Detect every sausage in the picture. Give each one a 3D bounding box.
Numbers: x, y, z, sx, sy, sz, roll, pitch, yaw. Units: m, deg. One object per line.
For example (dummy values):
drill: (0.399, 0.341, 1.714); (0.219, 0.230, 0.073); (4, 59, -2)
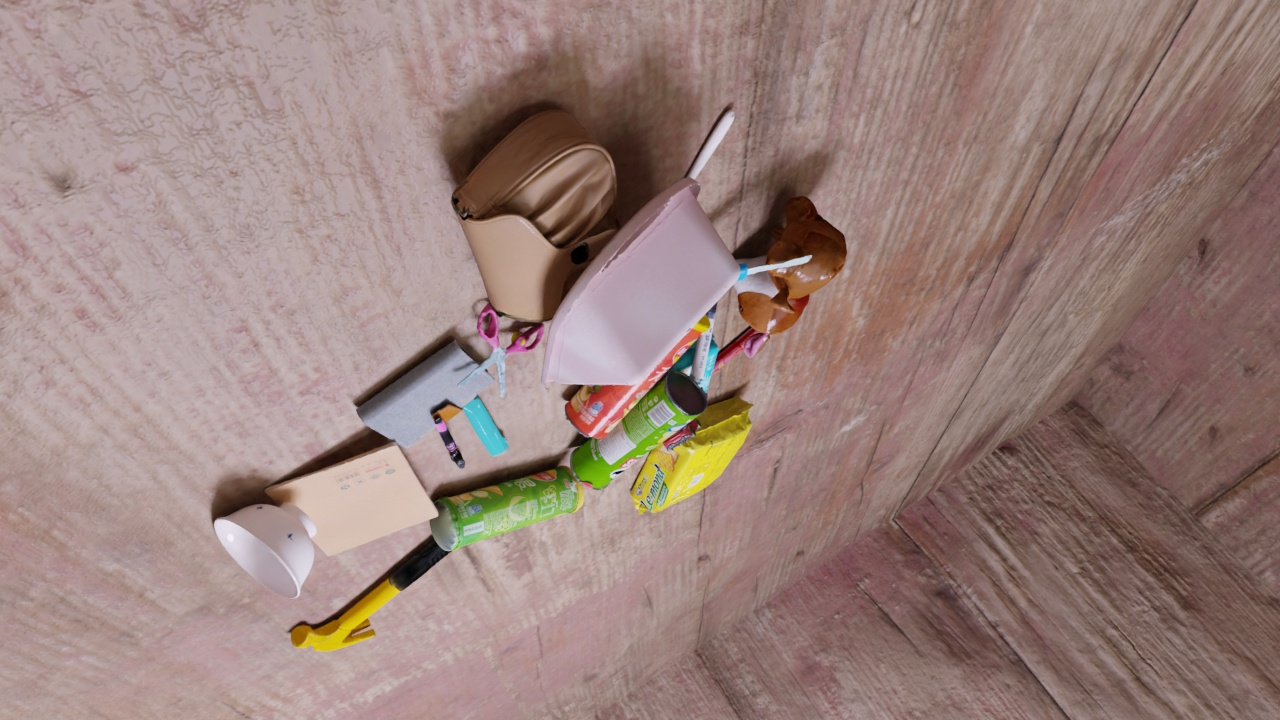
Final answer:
sausage: (0.155, -0.030, 1.364); (0.156, 0.020, 0.020); (-40, 153, 8)

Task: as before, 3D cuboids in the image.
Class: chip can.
chip can: (-0.007, 0.099, 1.256); (0.072, 0.072, 0.237); (-8, 155, -44)
chip can: (-0.184, 0.202, 1.270); (0.220, 0.072, 0.073); (-10, 143, -42)
chip can: (-0.007, 0.007, 1.173); (0.217, 0.073, 0.073); (-47, 152, 22)

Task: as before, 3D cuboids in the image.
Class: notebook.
notebook: (-0.332, 0.168, 1.083); (0.147, 0.008, 0.208); (-20, 150, -9)

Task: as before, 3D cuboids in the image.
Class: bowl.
bowl: (-0.391, 0.193, 0.990); (0.064, 0.118, 0.119); (-48, 165, -39)

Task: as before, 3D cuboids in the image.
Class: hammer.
hammer: (-0.346, 0.315, 1.302); (0.301, 0.033, 0.128); (-39, 154, 5)

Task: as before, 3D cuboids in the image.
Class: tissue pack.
tissue pack: (0.055, 0.016, 1.281); (0.093, 0.050, 0.134); (-26, 151, -22)

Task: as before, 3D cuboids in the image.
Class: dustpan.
dustpan: (-0.022, -0.086, 0.925); (0.222, 0.274, 0.139); (-48, 113, -17)

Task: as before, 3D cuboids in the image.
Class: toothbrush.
toothbrush: (0.055, -0.192, 0.987); (0.016, 0.016, 0.181); (-10, 143, -46)
toothbrush: (-0.224, 0.098, 1.080); (0.014, 0.018, 0.189); (-34, 165, -15)

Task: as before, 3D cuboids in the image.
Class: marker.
marker: (0.083, -0.032, 1.210); (0.022, 0.018, 0.131); (8, 101, -16)

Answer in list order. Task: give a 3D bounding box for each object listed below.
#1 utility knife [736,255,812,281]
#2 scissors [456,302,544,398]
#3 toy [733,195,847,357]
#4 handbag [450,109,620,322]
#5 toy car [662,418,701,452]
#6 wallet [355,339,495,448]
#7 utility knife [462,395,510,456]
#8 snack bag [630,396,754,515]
utility knife: (0.092, -0.098, 1.072); (0.219, 0.018, 0.034); (-11, 158, 13)
scissors: (-0.152, -0.012, 0.999); (0.133, 0.017, 0.134); (-41, 145, -35)
toy: (0.173, -0.103, 1.162); (0.200, 0.130, 0.139); (106, 9, -58)
handbag: (-0.085, -0.121, 0.840); (0.147, 0.100, 0.205); (-36, 155, -14)
toy car: (0.061, 0.106, 1.370); (0.049, 0.031, 0.106); (-33, 179, 14)
wallet: (-0.228, 0.042, 1.001); (0.129, 0.037, 0.106); (-36, 153, -1)
utility knife: (-0.192, 0.077, 1.127); (0.029, 0.013, 0.176); (-33, 150, -12)
snack bag: (0.086, 0.168, 1.544); (0.157, 0.068, 0.247); (-17, 148, -34)
